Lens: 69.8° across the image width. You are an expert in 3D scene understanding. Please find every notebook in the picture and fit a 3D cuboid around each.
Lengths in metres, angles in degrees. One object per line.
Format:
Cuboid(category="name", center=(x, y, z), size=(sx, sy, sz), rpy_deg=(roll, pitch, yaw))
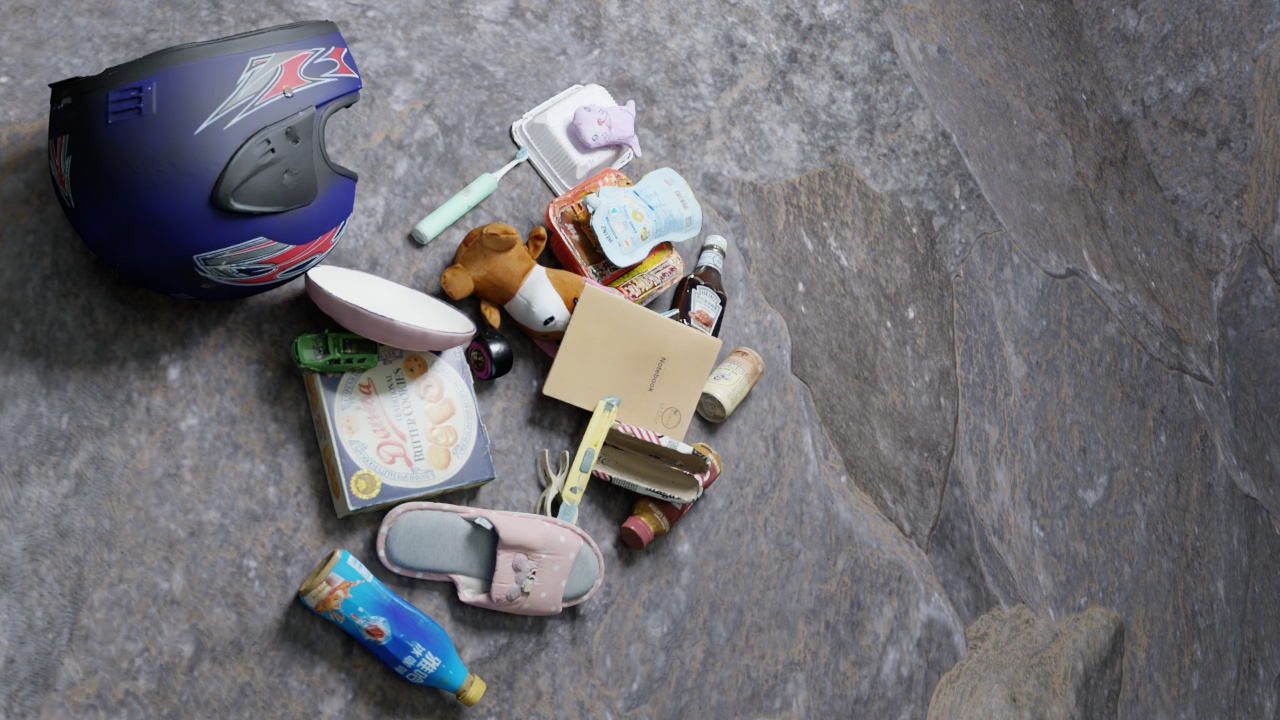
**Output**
Cuboid(category="notebook", center=(-0.007, 0.007, 1.162), size=(0.207, 0.008, 0.148), rpy_deg=(22, 91, -25))

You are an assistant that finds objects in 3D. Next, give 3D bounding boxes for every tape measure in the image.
Cuboid(category="tape measure", center=(-0.181, -0.006, 1.120), size=(0.039, 0.057, 0.058), rpy_deg=(-18, 75, -39))

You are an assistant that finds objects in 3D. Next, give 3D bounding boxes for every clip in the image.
Cuboid(category="clip", center=(-0.094, 0.164, 1.132), size=(0.081, 0.035, 0.104), rpy_deg=(24, 58, -25))

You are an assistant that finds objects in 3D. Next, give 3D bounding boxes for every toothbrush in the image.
Cuboid(category="toothbrush", center=(-0.215, -0.219, 1.196), size=(0.026, 0.027, 0.223), rpy_deg=(26, 50, 19))

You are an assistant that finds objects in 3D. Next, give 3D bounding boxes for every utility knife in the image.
Cuboid(category="utility knife", center=(-0.068, 0.129, 1.119), size=(0.031, 0.021, 0.198), rpy_deg=(25, 75, -12))

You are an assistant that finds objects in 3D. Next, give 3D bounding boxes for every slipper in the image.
Cuboid(category="slipper", center=(-0.159, 0.222, 1.029), size=(0.274, 0.054, 0.114), rpy_deg=(20, 92, -26))

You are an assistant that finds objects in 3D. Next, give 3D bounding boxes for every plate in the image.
Cuboid(category="plate", center=(-0.279, -0.052, 1.014), size=(0.192, 0.192, 0.039), rpy_deg=(17, 102, -30))

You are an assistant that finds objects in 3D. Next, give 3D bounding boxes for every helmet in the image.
Cuboid(category="helmet", center=(-0.404, -0.191, 0.919), size=(0.314, 0.248, 0.240), rpy_deg=(-37, 121, -42))

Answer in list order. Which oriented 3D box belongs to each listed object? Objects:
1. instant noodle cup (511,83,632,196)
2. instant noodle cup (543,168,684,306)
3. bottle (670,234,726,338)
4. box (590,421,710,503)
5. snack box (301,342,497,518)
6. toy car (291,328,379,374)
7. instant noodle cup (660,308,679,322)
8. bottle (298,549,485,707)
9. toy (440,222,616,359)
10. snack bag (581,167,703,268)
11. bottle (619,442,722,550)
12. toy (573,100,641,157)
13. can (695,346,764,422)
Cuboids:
Cuboid(category="instant noodle cup", center=(-0.083, -0.324, 1.310), size=(0.138, 0.061, 0.173), rpy_deg=(52, 50, -7))
Cuboid(category="instant noodle cup", center=(-0.045, -0.155, 1.260), size=(0.164, 0.079, 0.189), rpy_deg=(-37, 97, -39))
Cuboid(category="bottle", center=(0.093, -0.102, 1.360), size=(0.080, 0.044, 0.194), rpy_deg=(31, 57, -23))
Cuboid(category="box", center=(0.003, 0.136, 1.161), size=(0.163, 0.076, 0.087), rpy_deg=(17, 70, 4))
Cuboid(category="snack box", center=(-0.270, 0.069, 1.036), size=(0.182, 0.046, 0.178), rpy_deg=(-10, 78, -38))
Cuboid(category="toy car", center=(-0.323, -0.011, 0.979), size=(0.091, 0.036, 0.043), rpy_deg=(-4, 74, -33))
Cuboid(category="instant noodle cup", center=(0.020, 0.005, 1.237), size=(0.111, 0.111, 0.120), rpy_deg=(-25, 96, -39))
Cuboid(category="bottle", center=(-0.251, 0.286, 0.956), size=(0.218, 0.065, 0.065), rpy_deg=(44, 53, -15))
Cuboid(category="toy", center=(-0.138, -0.088, 1.145), size=(0.199, 0.140, 0.130), rpy_deg=(37, 15, -28))
Cuboid(category="snack bag", center=(0.004, -0.195, 1.235), size=(0.190, 0.039, 0.110), rpy_deg=(-29, 98, -42))
Cuboid(category="bottle", center=(0.040, 0.179, 1.206), size=(0.057, 0.058, 0.174), rpy_deg=(54, 51, -6))
Cuboid(category="toy", center=(-0.047, -0.322, 1.271), size=(0.107, 0.039, 0.084), rpy_deg=(-8, 86, -38))
Cuboid(category="can", center=(0.129, 0.034, 1.323), size=(0.058, 0.059, 0.116), rpy_deg=(51, 52, -8))
